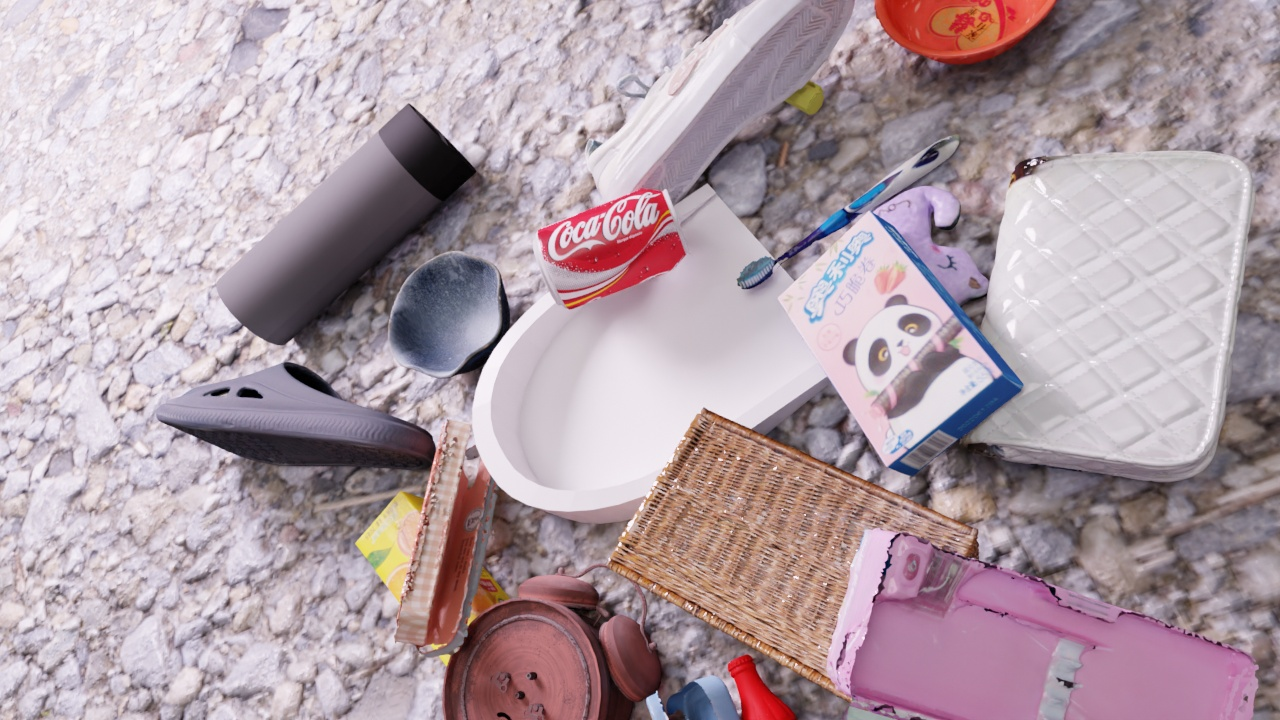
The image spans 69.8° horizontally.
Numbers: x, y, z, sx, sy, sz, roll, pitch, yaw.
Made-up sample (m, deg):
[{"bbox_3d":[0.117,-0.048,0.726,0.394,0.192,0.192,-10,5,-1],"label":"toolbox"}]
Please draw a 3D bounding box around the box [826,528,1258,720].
[{"bbox_3d":[0.193,0.190,0.450,0.230,0.035,0.159,20,80,-13],"label":"box"}]

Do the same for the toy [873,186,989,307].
[{"bbox_3d":[0.192,-0.072,0.622,0.080,0.036,0.099,-35,59,11],"label":"toy"}]

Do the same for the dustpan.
[{"bbox_3d":[-0.004,0.004,0.676,0.258,0.053,0.191,-40,60,7],"label":"dustpan"}]

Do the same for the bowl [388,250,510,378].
[{"bbox_3d":[-0.148,-0.031,0.755,0.110,0.055,0.110,-9,69,23],"label":"bowl"}]

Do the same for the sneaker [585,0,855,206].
[{"bbox_3d":[0.048,-0.213,0.697,0.243,0.089,0.090,-44,62,20],"label":"sneaker"}]

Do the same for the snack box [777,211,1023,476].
[{"bbox_3d":[0.157,-0.014,0.577,0.088,0.033,0.154,-46,47,23],"label":"snack box"}]

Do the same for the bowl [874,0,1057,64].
[{"bbox_3d":[0.239,-0.264,0.664,0.131,0.045,0.130,-9,68,22],"label":"bowl"}]

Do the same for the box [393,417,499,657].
[{"bbox_3d":[-0.133,0.127,0.663,0.187,0.064,0.056,-86,21,-45],"label":"box"}]

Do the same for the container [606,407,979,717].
[{"bbox_3d":[0.097,0.125,0.551,0.199,0.114,0.112,24,78,28],"label":"container"}]

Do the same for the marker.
[{"bbox_3d":[0.096,-0.232,0.736,0.021,0.017,0.124,-50,58,1],"label":"marker"}]

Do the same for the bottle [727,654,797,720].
[{"bbox_3d":[0.085,0.238,0.559,0.036,0.036,0.119,-32,61,11],"label":"bottle"}]

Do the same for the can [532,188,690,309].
[{"bbox_3d":[-0.021,-0.083,0.676,0.105,0.064,0.064,-21,64,5],"label":"can"}]

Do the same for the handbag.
[{"bbox_3d":[0.277,-0.026,0.547,0.139,0.072,0.194,8,76,36],"label":"handbag"}]

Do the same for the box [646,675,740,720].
[{"bbox_3d":[0.050,0.295,0.534,0.068,0.058,0.209,-56,48,47],"label":"box"}]

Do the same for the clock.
[{"bbox_3d":[-0.055,0.209,0.614,0.120,0.072,0.157,32,88,30],"label":"clock"}]

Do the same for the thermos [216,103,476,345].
[{"bbox_3d":[-0.263,-0.122,0.826,0.240,0.082,0.082,-40,60,7],"label":"thermos"}]

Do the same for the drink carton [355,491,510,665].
[{"bbox_3d":[-0.154,0.165,0.694,0.058,0.043,0.134,-49,60,1],"label":"drink carton"}]

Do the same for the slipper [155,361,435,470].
[{"bbox_3d":[-0.287,0.038,0.767,0.268,0.110,0.083,3,70,22],"label":"slipper"}]

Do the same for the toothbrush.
[{"bbox_3d":[0.148,-0.107,0.658,0.189,0.017,0.016,-34,62,4],"label":"toothbrush"}]
